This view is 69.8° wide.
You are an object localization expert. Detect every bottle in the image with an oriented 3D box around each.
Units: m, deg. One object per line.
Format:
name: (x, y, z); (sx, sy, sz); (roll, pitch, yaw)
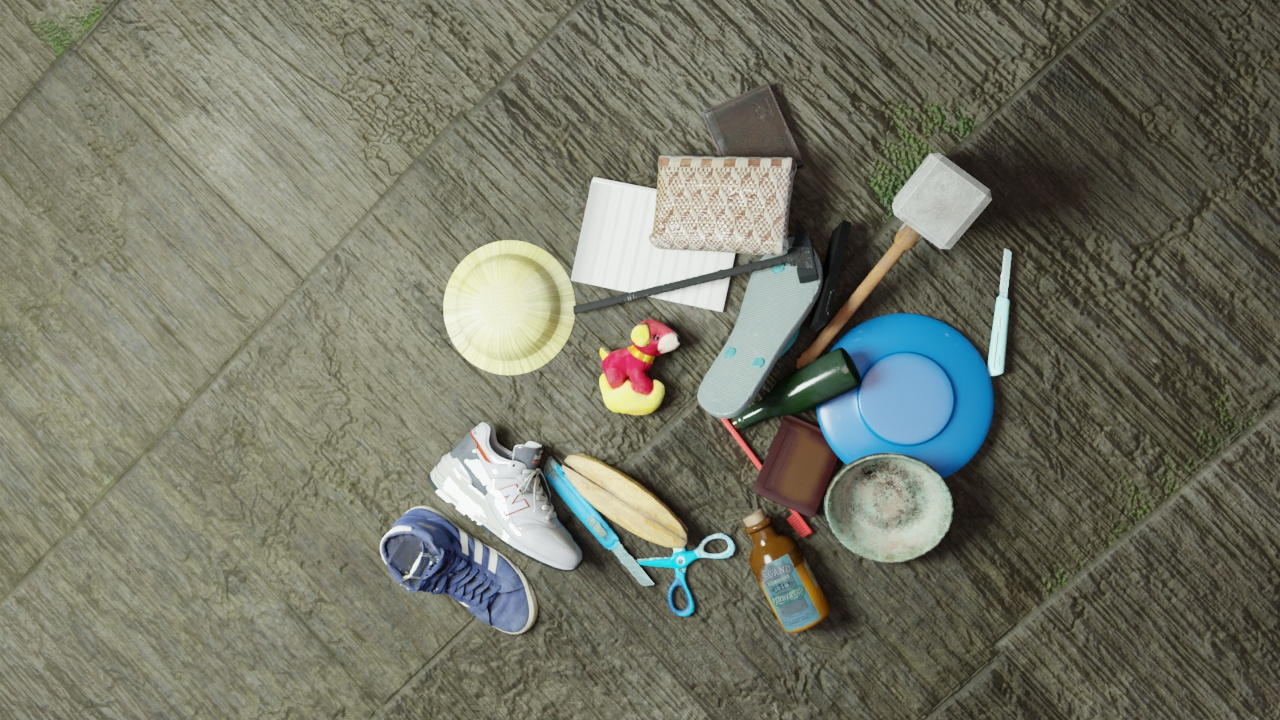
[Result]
bottle: (0.181, 0.267, 1.187); (0.068, 0.068, 0.157); (-28, 87, 5)
bottle: (0.196, 0.045, 1.187); (0.174, 0.055, 0.055); (-29, 87, 21)

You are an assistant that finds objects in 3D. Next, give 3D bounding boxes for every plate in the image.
plate: (-0.182, -0.073, 1.241); (0.184, 0.036, 0.184); (0, 90, 6)
plate: (0.340, 0.050, 1.180); (0.224, 0.024, 0.224); (-1, 85, 8)

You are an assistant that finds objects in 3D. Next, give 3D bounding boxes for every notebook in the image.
notebook: (0.023, -0.156, 1.232); (0.210, 0.009, 0.142); (12, 92, 6)

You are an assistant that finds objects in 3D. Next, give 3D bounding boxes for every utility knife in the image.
utility knife: (0.465, -0.061, 1.182); (0.022, 0.015, 0.166); (6, 90, 39)
utility knife: (-0.058, 0.221, 1.239); (0.221, 0.015, 0.031); (48, 112, 4)

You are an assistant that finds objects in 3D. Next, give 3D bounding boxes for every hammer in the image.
hammer: (0.297, -0.107, 1.152); (0.083, 0.162, 0.318); (38, 111, 5)
hammer: (0.065, -0.108, 1.203); (0.325, 0.015, 0.094); (-13, 53, 13)

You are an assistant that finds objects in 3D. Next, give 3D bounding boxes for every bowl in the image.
bowl: (0.314, 0.181, 1.168); (0.157, 0.038, 0.158); (5, 112, 11)

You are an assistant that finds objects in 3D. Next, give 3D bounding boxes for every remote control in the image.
remote control: (0.242, -0.108, 1.168); (0.013, 0.034, 0.149); (20, 69, -6)

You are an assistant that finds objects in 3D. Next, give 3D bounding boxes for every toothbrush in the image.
toothbrush: (0.156, 0.147, 1.217); (0.018, 0.012, 0.212); (-37, 86, 5)

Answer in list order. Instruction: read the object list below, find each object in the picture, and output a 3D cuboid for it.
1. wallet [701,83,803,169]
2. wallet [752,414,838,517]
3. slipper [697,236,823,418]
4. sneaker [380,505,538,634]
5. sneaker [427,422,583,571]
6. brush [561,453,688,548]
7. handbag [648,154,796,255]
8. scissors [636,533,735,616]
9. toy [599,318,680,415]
wallet: (0.147, -0.293, 1.209); (0.099, 0.031, 0.120); (-21, 86, 4)
wallet: (0.210, 0.137, 1.201); (0.091, 0.018, 0.115); (24, 84, 3)
slipper: (0.164, -0.036, 1.168); (0.098, 0.055, 0.268); (13, 66, 38)
sneaker: (-0.240, 0.285, 1.208); (0.233, 0.118, 0.091); (42, 94, 5)
sneaker: (-0.159, 0.170, 1.214); (0.240, 0.088, 0.124); (30, 96, 9)
brush: (-0.019, 0.186, 1.219); (0.195, 0.043, 0.059); (33, 94, 8)
handbag: (0.105, -0.201, 1.183); (0.186, 0.047, 0.124); (6, 91, 21)
scissors: (0.061, 0.276, 1.228); (0.134, 0.011, 0.139); (-4, 89, 6)
toy: (-0.007, 0.007, 1.216); (0.105, 0.067, 0.137); (27, 105, 8)
